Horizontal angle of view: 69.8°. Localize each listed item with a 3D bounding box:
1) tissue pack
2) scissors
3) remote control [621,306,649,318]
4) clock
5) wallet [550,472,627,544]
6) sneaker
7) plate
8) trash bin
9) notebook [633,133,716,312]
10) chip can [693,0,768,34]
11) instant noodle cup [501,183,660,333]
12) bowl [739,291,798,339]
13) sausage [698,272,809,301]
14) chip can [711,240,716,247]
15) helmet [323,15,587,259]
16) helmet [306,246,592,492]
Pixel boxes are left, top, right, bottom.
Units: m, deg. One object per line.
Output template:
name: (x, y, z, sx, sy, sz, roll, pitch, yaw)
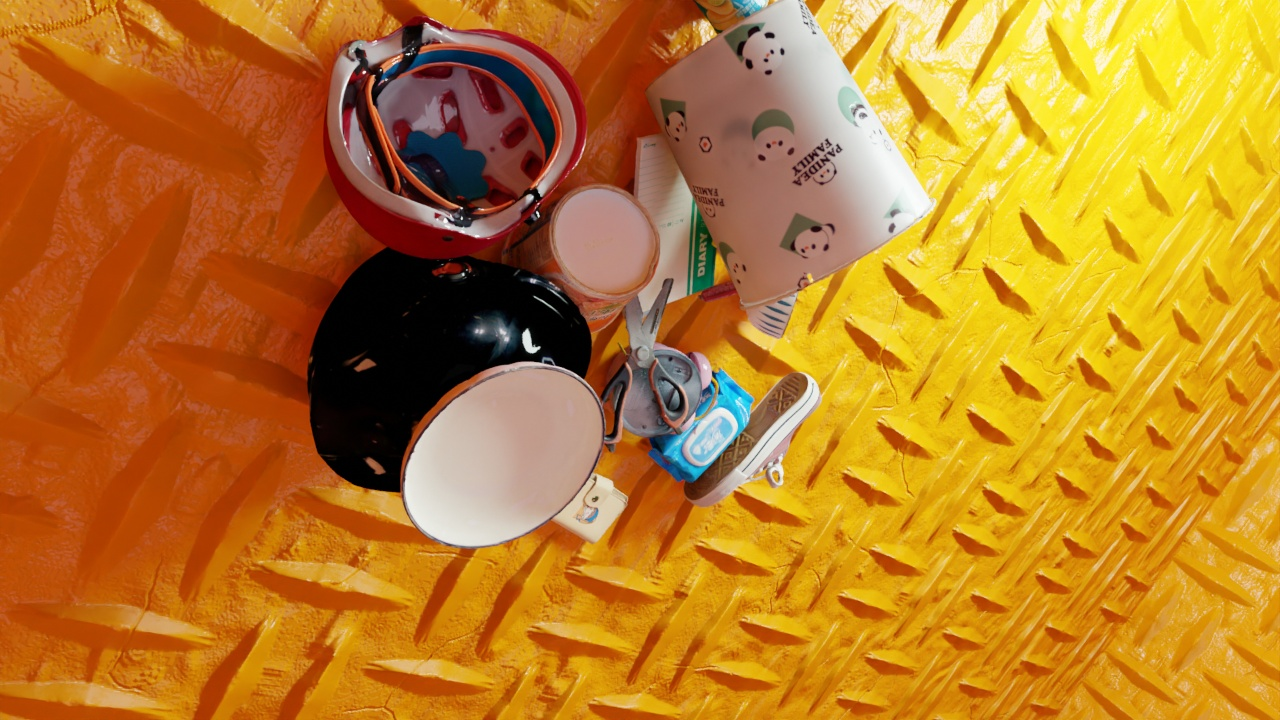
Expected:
tissue pack: (0.084, 0.090, 1.239, 0.157, 0.052, 0.095, -48, 131, -2)
scissors: (0.002, 0.012, 1.089, 0.189, 0.015, 0.224, -39, 118, -1)
remote control: (-0.009, -0.110, 1.086, 0.055, 0.020, 0.136, -29, 130, -17)
clock: (0.029, 0.036, 1.152, 0.158, 0.060, 0.117, 14, 105, -24)
wallet: (-0.071, 0.189, 1.210, 0.087, 0.024, 0.115, -51, 130, -1)
sneaker: (0.167, 0.125, 1.279, 0.241, 0.118, 0.088, -45, 122, 0)
plate: (-0.123, 0.079, 0.809, 0.192, 0.039, 0.193, -19, 130, -25)
trash bin: (0.143, -0.216, 0.957, 0.229, 0.230, 0.252, -33, 99, -14)
notebook: (0.043, -0.166, 1.074, 0.150, 0.012, 0.209, -23, 127, -40)
chip can: (0.048, -0.425, 0.917, 0.071, 0.071, 0.210, -50, 132, 0)
instant noodle cup: (-0.056, -0.109, 0.953, 0.151, 0.112, 0.151, 5, 77, -25)
bowl: (0.166, -0.091, 1.170, 0.066, 0.116, 0.117, 18, 109, 4)
sausage: (0.140, -0.096, 1.115, 0.156, 0.020, 0.020, -14, 136, 27)
chip can: (0.166, -0.217, 1.103, 0.072, 0.072, 0.213, 23, 98, -40)
helmet: (-0.176, -0.190, 0.840, 0.239, 0.144, 0.207, -31, 86, -35)
helmet: (-0.191, 0.015, 0.900, 0.275, 0.229, 0.234, -5, 126, 13)
